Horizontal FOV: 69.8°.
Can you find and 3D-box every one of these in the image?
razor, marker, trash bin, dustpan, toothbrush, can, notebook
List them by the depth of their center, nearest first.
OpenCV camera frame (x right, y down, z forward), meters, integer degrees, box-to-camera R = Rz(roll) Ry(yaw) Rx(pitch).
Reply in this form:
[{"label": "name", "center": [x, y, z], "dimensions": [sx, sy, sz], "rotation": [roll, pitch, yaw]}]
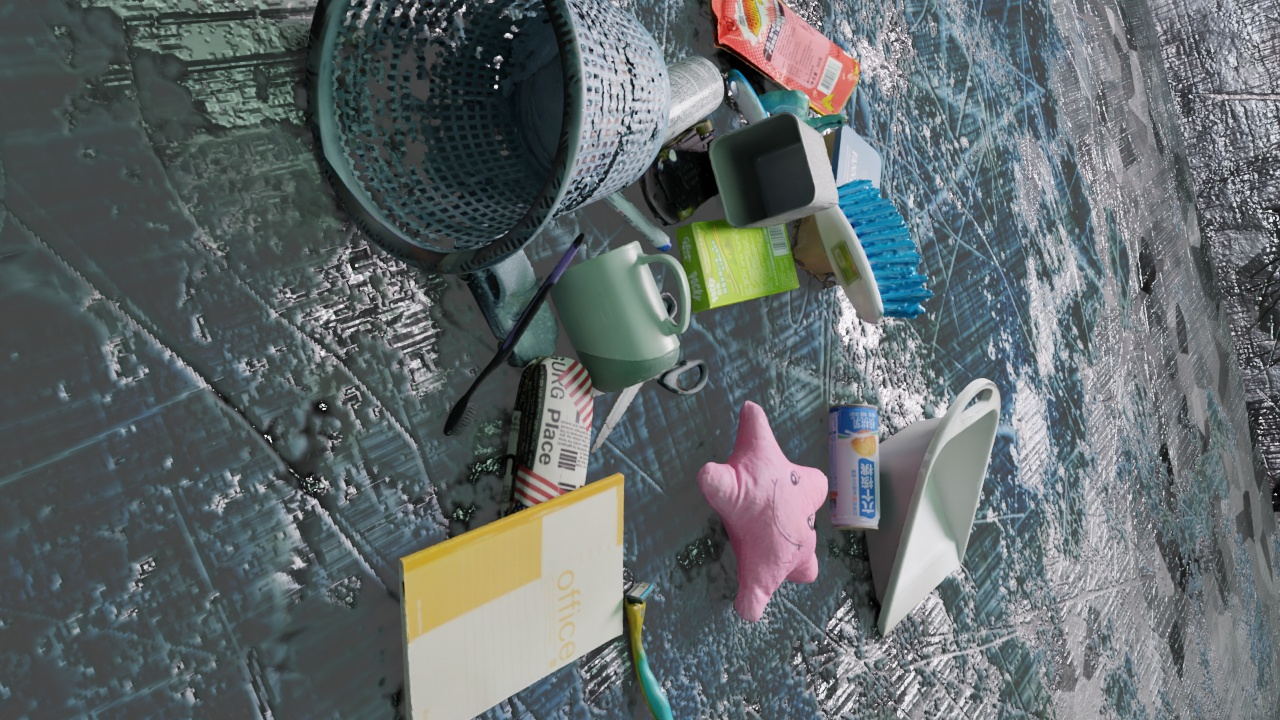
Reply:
[{"label": "trash bin", "center": [-0.085, -0.185, 0.654], "dimensions": [0.194, 0.227, 0.226], "rotation": [-22, 98, -57]}, {"label": "notebook", "center": [-0.086, 0.177, 0.676], "dimensions": [0.205, 0.010, 0.146], "rotation": [-15, 112, -46]}, {"label": "toothbrush", "center": [-0.092, -0.021, 0.699], "dimensions": [0.188, 0.014, 0.017], "rotation": [-57, 136, -13]}, {"label": "razor", "center": [0.009, 0.256, 0.773], "dimensions": [0.043, 0.028, 0.132], "rotation": [-11, 87, -77]}, {"label": "marker", "center": [-0.022, -0.145, 0.828], "dimensions": [0.145, 0.017, 0.016], "rotation": [38, 57, -34]}, {"label": "can", "center": [0.019, -0.235, 0.857], "dimensions": [0.146, 0.058, 0.058], "rotation": [-43, 112, -41]}, {"label": "can", "center": [0.234, 0.118, 1.007], "dimensions": [0.053, 0.053, 0.134], "rotation": [14, 72, -43]}, {"label": "dustpan", "center": [0.357, 0.157, 1.062], "dimensions": [0.222, 0.143, 0.258], "rotation": [-20, 95, -45]}]

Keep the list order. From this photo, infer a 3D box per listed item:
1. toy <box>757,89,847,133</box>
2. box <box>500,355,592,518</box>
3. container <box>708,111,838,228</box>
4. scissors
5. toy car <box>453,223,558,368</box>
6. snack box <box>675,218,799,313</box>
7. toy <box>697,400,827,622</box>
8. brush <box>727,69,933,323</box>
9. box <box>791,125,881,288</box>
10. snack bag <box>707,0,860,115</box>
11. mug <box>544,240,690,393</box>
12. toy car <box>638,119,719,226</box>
[{"label": "toy", "center": [0.176, -0.270, 1.013], "dimensions": [0.092, 0.097, 0.030], "rotation": [38, 55, -55]}, {"label": "box", "center": [-0.075, 0.076, 0.717], "dimensions": [0.070, 0.056, 0.164], "rotation": [14, 77, -28]}, {"label": "container", "center": [0.135, -0.179, 0.893], "dimensions": [0.114, 0.090, 0.090], "rotation": [-12, 88, -63]}, {"label": "scissors", "center": [0.001, 0.010, 0.825], "dimensions": [0.177, 0.014, 0.159], "rotation": [15, 73, -41]}, {"label": "toy car", "center": [-0.102, -0.052, 0.719], "dimensions": [0.054, 0.037, 0.121], "rotation": [-39, 113, -42]}, {"label": "snack box", "center": [0.101, -0.103, 0.937], "dimensions": [0.156, 0.026, 0.086], "rotation": [-16, 94, -46]}, {"label": "toy", "center": [0.125, 0.133, 0.880], "dimensions": [0.178, 0.075, 0.194], "rotation": [-21, 96, -45]}, {"label": "brush", "center": [0.196, -0.179, 0.967], "dimensions": [0.109, 0.061, 0.314], "rotation": [-18, 79, -21]}, {"label": "box", "center": [0.226, -0.180, 1.053], "dimensions": [0.089, 0.061, 0.184], "rotation": [24, 68, -39]}, {"label": "snack bag", "center": [0.152, -0.353, 1.015], "dimensions": [0.207, 0.073, 0.128], "rotation": [22, 62, -35]}, {"label": "mug", "center": [-0.008, -0.038, 0.749], "dimensions": [0.106, 0.112, 0.082], "rotation": [67, 23, -4]}, {"label": "toy car", "center": [0.041, -0.179, 0.878], "dimensions": [0.157, 0.042, 0.070], "rotation": [-43, 114, -48]}]
